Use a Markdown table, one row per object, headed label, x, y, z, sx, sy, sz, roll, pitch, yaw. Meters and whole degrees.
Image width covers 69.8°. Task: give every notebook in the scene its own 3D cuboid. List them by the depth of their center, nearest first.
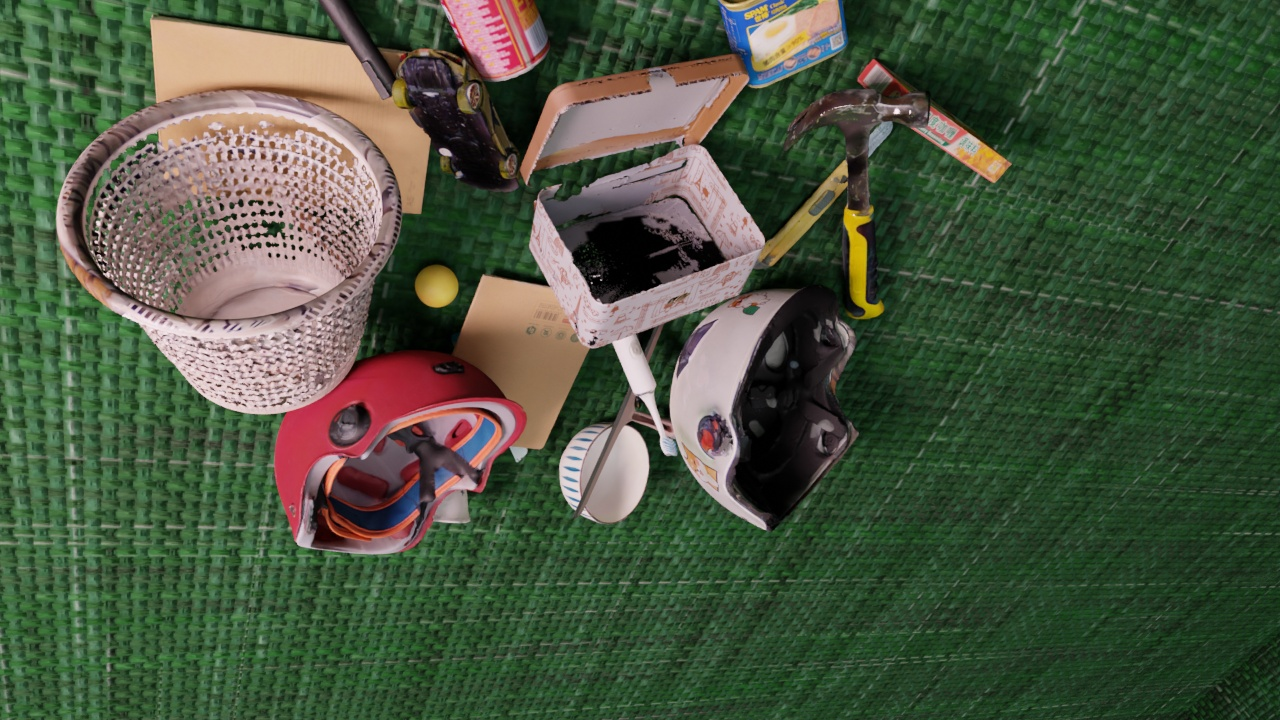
| label | x | y | z | sx | sy | sz | roll | pitch | yaw |
| --- | --- | --- | --- | --- | --- | --- | --- | --- | --- |
| notebook | -0.277 | -0.193 | 0.751 | 0.211 | 0.012 | 0.150 | 2 | 131 | -21 |
| notebook | -0.132 | 0.009 | 0.962 | 0.147 | 0.008 | 0.208 | 8 | 123 | -32 |

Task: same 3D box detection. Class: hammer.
| label | x | y | z | sx | sy | sz | roll | pitch | yaw |
| --- | --- | --- | --- | --- | --- | --- | --- | --- | --- |
| hammer | 0.216 | -0.142 | 0.917 | 0.126 | 0.031 | 0.324 | 6 | 150 | 17 |

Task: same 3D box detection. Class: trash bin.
| label | x | y | z | sx | sy | sz | roll | pitch | yaw |
| --- | --- | --- | --- | --- | --- | --- | --- | --- | --- |
| trash bin | -0.303 | -0.064 | 0.725 | 0.227 | 0.227 | 0.193 | -5 | 150 | -16 |

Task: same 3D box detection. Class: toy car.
| label | x | y | z | sx | sy | sz | roll | pitch | yaw |
| --- | --- | --- | --- | --- | --- | --- | --- | --- | --- |
| toy car | -0.146 | -0.192 | 0.753 | 0.070 | 0.042 | 0.158 | 10 | 156 | 17 |

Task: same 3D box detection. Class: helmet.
| label | x | y | z | sx | sy | sz | roll | pitch | yaw |
| --- | --- | --- | --- | --- | --- | --- | --- | --- | --- |
| helmet | -0.237 | 0.067 | 0.867 | 0.240 | 0.144 | 0.207 | -40 | 155 | 9 |
| helmet | 0.117 | 0.038 | 0.990 | 0.229 | 0.157 | 0.274 | -41 | 131 | -34 |

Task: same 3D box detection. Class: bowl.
| label | x | y | z | sx | sy | sz | roll | pitch | yaw |
| --- | --- | --- | --- | --- | --- | --- | --- | --- | --- |
| bowl | -0.239 | 0.135 | 1.009 | 0.118 | 0.118 | 0.064 | 13 | 86 | -29 |
| bowl | -0.051 | 0.126 | 1.063 | 0.116 | 0.066 | 0.116 | -9 | 102 | -48 |

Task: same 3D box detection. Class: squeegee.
| label | x | y | z | sx | sy | sz | roll | pitch | yaw |
| --- | --- | --- | --- | --- | --- | --- | --- | --- | --- |
| squeegee | 0.039 | 0.082 | 1.077 | 0.249 | 0.040 | 0.247 | 23 | 90 | -48 |

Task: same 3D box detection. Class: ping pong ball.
| label | x | y | z | sx | sy | sz | roll | pitch | yaw |
| --- | --- | --- | --- | --- | --- | --- | --- | --- | --- |
| ping pong ball | -0.193 | -0.071 | 0.868 | 0.040 | 0.040 | 0.040 | -10 | 133 | -11 |

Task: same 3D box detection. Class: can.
| label | x | y | z | sx | sy | sz | roll | pitch | yaw |
| --- | --- | --- | --- | --- | --- | --- | --- | --- | --- |
| can | -0.115 | -0.271 | 0.699 | 0.066 | 0.066 | 0.094 | -23 | 134 | 1 |
| can | 0.120 | -0.291 | 0.775 | 0.102 | 0.057 | 0.083 | -23 | 136 | 2 |

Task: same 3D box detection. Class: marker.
| label | x | y | z | sx | sy | sz | roll | pitch | yaw |
| --- | --- | --- | --- | --- | --- | --- | --- | --- | --- |
| marker | -0.224 | -0.258 | 0.691 | 0.020 | 0.022 | 0.132 | -6 | 132 | 30 |

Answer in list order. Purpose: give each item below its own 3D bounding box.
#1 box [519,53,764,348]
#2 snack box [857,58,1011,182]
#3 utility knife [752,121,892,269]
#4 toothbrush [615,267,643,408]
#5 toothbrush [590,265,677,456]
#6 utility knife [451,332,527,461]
| label | x | y | z | sx | sy | sz | roll | pitch | yaw |
| --- | --- | --- | --- | --- | --- | --- | --- | --- | --- |
| box | 0.013 | -0.143 | 0.771 | 0.182 | 0.157 | 0.194 | -22 | 160 | -23 |
| snack box | 0.281 | -0.227 | 0.876 | 0.155 | 0.077 | 0.027 | 20 | 121 | -33 |
| utility knife | 0.185 | -0.168 | 0.941 | 0.031 | 0.021 | 0.207 | 21 | 116 | -40 |
| toothbrush | -0.010 | -0.023 | 0.988 | 0.027 | 0.026 | 0.213 | -19 | 135 | -18 |
| toothbrush | -0.006 | 0.006 | 0.952 | 0.026 | 0.026 | 0.221 | -33 | 112 | -29 |
| utility knife | -0.157 | 0.044 | 0.998 | 0.034 | 0.018 | 0.205 | -23 | 133 | -9 |
